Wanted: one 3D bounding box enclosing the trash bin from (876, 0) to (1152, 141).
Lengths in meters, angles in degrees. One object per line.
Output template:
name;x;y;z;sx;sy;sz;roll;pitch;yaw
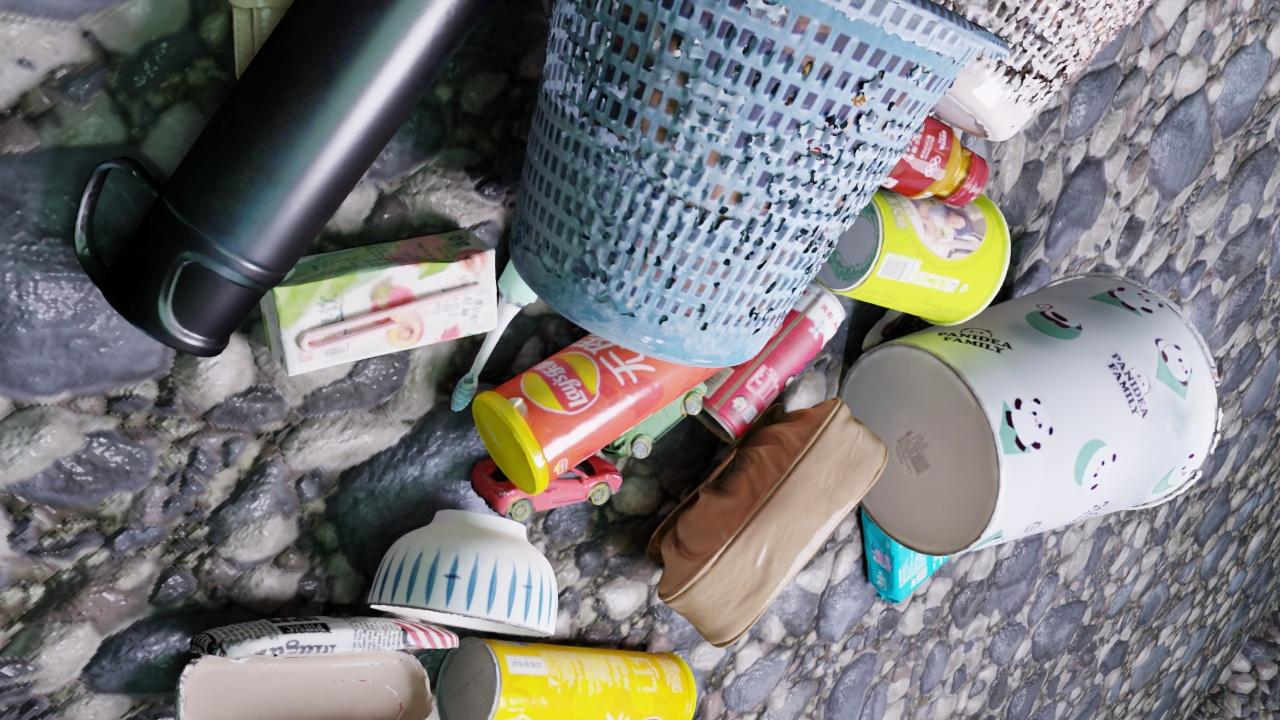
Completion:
trash bin;0.232;-0.260;0.587;0.227;0.227;0.192;19;112;-43

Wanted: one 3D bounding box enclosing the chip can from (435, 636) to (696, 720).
chip can;-0.049;0.255;0.706;0.213;0.072;0.072;22;97;-44

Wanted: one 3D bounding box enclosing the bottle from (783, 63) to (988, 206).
bottle;0.167;-0.156;0.642;0.174;0.057;0.057;18;101;-24

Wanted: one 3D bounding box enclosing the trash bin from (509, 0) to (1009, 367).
trash bin;0.031;-0.113;0.465;0.226;0.226;0.195;3;122;-40

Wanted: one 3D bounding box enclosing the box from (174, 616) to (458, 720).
box;-0.188;0.184;0.557;0.162;0.076;0.088;13;127;-39

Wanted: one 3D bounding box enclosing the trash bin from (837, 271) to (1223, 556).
trash bin;0.328;0.051;0.815;0.251;0.229;0.230;-11;119;-28

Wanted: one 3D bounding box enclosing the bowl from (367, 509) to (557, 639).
bowl;-0.107;0.133;0.580;0.116;0.117;0.066;30;61;-44

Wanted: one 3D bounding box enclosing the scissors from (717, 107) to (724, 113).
scissors;0.010;-0.128;0.597;0.108;0.012;0.175;19;98;-43

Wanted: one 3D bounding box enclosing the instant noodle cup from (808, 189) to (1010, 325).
instant noodle cup;0.201;-0.087;0.714;0.123;0.112;0.112;4;110;-31

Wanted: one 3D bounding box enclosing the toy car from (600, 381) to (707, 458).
toy car;0.006;0.036;0.656;0.091;0.043;0.036;-42;117;-25

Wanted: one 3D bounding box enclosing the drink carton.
drink carton;-0.140;-0.033;0.501;0.122;0.045;0.054;-16;122;-32

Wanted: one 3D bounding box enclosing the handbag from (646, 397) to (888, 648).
handbag;0.089;0.113;0.711;0.100;0.148;0.204;44;79;-4

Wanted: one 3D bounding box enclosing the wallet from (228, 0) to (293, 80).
wallet;-0.151;-0.183;0.430;0.087;0.024;0.115;-10;120;-32

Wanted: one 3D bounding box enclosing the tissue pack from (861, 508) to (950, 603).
tissue pack;0.275;0.180;0.945;0.093;0.050;0.134;-33;130;-24

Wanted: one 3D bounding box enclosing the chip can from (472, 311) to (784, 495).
chip can;-0.004;0.004;0.606;0.216;0.073;0.073;-32;129;-28

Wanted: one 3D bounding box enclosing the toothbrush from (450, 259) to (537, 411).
toothbrush;-0.062;-0.068;0.559;0.026;0.027;0.224;28;95;-3

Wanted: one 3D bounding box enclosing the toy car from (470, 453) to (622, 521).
toy car;-0.061;0.079;0.622;0.106;0.049;0.031;-3;116;-37

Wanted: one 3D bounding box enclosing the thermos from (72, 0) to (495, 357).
thermos;-0.155;-0.119;0.409;0.090;0.068;0.242;37;95;-24

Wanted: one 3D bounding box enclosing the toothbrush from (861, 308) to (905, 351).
toothbrush;0.262;-0.073;0.824;0.187;0.017;0.016;-46;132;-11

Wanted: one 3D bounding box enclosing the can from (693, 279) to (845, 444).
can;0.096;-0.001;0.702;0.132;0.053;0.053;-47;133;-10
